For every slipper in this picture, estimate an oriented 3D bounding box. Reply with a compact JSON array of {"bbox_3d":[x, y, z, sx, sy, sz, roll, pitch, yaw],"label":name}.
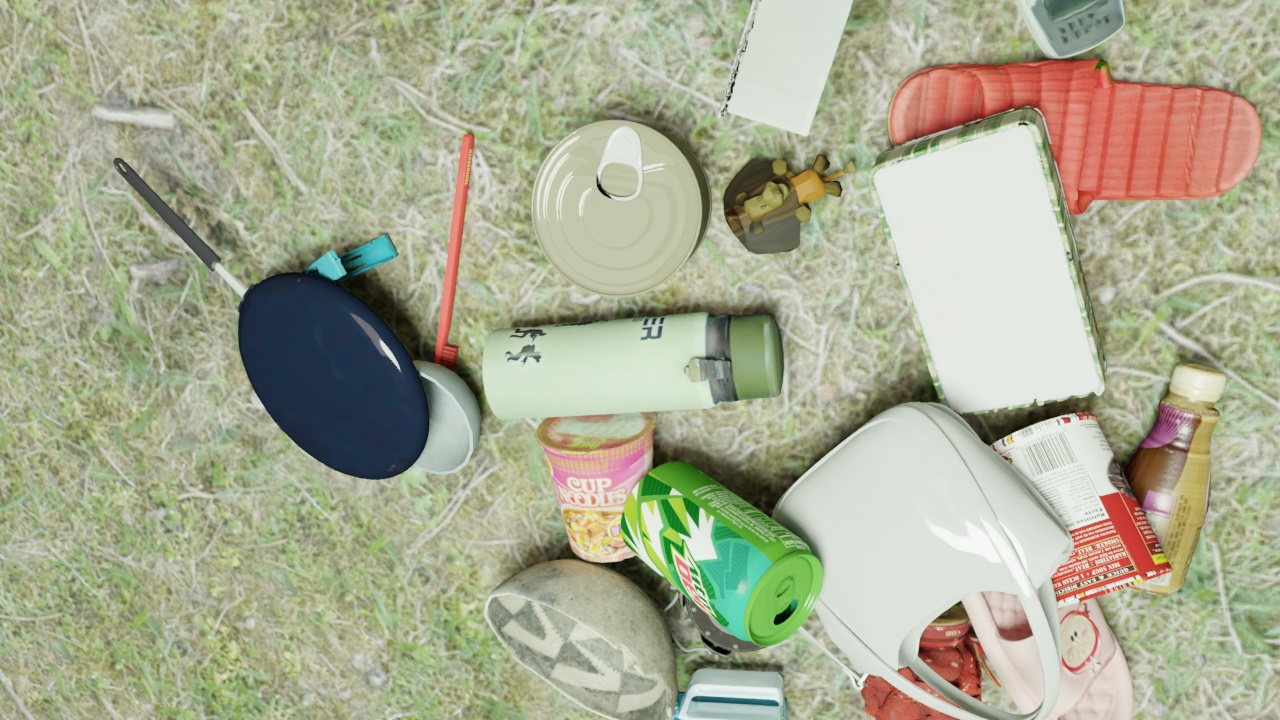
[{"bbox_3d":[0.300,0.186,0.693,0.106,0.056,0.221,-30,85,-27],"label":"slipper"},{"bbox_3d":[0.297,-0.153,0.631,0.249,0.059,0.103,8,104,9],"label":"slipper"}]

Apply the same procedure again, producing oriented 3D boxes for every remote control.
[{"bbox_3d":[0.283,-0.264,0.622,0.060,0.028,0.114,-22,98,17],"label":"remote control"}]

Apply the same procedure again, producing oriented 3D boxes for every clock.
[{"bbox_3d":[0.080,0.198,0.770,0.123,0.043,0.091,-28,95,18],"label":"clock"}]

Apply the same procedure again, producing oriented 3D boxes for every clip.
[{"bbox_3d":[-0.275,-0.066,0.769,0.120,0.102,0.027,-21,96,29],"label":"clip"}]

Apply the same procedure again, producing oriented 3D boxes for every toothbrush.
[{"bbox_3d":[-0.153,-0.081,0.772,0.018,0.012,0.213,13,106,9],"label":"toothbrush"}]

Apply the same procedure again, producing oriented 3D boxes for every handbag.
[{"bbox_3d":[0.203,0.161,0.658,0.216,0.095,0.222,-46,63,31],"label":"handbag"}]

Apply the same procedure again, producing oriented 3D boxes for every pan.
[{"bbox_3d":[-0.320,-0.037,0.774,0.356,0.021,0.199,47,131,-2],"label":"pan"}]

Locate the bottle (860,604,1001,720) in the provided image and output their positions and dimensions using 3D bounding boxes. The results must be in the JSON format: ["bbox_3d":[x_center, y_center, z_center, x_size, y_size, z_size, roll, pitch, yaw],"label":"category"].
[{"bbox_3d":[0.229,0.251,0.731,0.099,0.099,0.111,3,94,12],"label":"bottle"}]

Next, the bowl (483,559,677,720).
[{"bbox_3d":[-0.038,0.224,0.771,0.178,0.081,0.179,22,140,19],"label":"bowl"}]

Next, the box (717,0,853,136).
[{"bbox_3d":[0.152,-0.317,0.567,0.098,0.165,0.369,24,109,1],"label":"box"}]

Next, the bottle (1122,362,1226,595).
[{"bbox_3d":[0.384,0.084,0.667,0.060,0.059,0.166,11,104,10],"label":"bottle"}]

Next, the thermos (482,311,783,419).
[{"bbox_3d":[-0.004,0.004,0.722,0.232,0.082,0.082,-3,102,13],"label":"thermos"}]

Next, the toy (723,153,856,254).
[{"bbox_3d":[0.111,-0.122,0.680,0.100,0.062,0.076,-26,77,11],"label":"toy"}]

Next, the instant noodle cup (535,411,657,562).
[{"bbox_3d":[-0.030,0.101,0.750,0.098,0.097,0.109,-1,111,13],"label":"instant noodle cup"}]

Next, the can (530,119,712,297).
[{"bbox_3d":[-0.011,-0.117,0.699,0.128,0.073,0.128,3,104,12],"label":"can"}]

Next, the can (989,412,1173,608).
[{"bbox_3d":[0.306,0.107,0.652,0.087,0.086,0.116,-24,66,17],"label":"can"}]

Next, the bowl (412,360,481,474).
[{"bbox_3d":[-0.178,0.043,0.784,0.106,0.039,0.106,14,124,21],"label":"bowl"}]

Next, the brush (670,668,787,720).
[{"bbox_3d":[0.058,0.305,0.794,0.136,0.055,0.075,-2,107,13],"label":"brush"}]

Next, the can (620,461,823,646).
[{"bbox_3d":[0.058,0.141,0.682,0.144,0.083,0.083,30,113,46],"label":"can"}]

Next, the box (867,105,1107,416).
[{"bbox_3d":[0.243,-0.062,0.639,0.118,0.050,0.205,-15,111,31],"label":"box"}]
